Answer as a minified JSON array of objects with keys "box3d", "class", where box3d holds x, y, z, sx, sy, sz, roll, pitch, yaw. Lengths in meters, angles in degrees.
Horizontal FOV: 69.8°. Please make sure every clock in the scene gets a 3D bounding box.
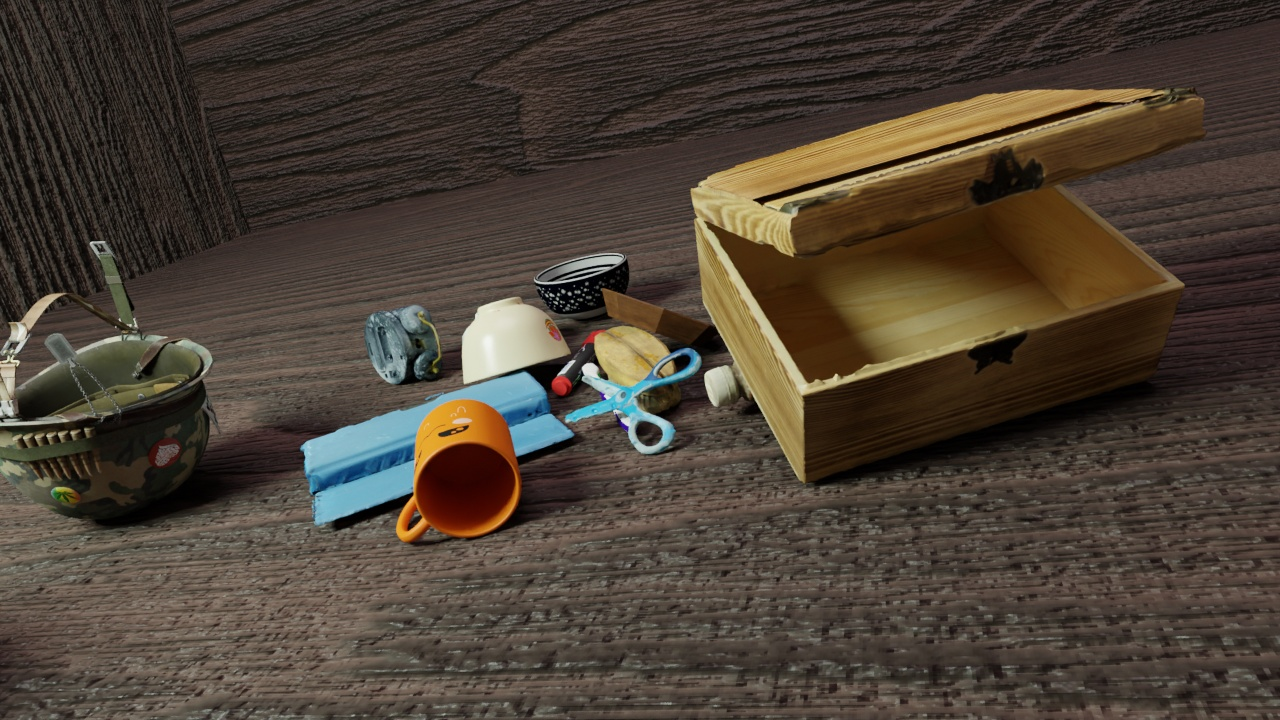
[{"box3d":[-0.277,-0.020,1.086,0.052,0.090,0.130,-23,16,-41],"class":"clock"}]

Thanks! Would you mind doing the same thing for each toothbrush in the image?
[{"box3d":[-0.029,0.035,0.866,0.015,0.016,0.186,-18,21,-10],"class":"toothbrush"}]

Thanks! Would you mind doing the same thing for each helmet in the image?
[{"box3d":[-0.511,0.031,0.862,0.224,0.236,0.192,-20,22,14],"class":"helmet"}]

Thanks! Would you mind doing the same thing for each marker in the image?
[{"box3d":[-0.063,0.001,0.977,0.023,0.021,0.144,14,25,10],"class":"marker"}]

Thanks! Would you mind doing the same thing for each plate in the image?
[{"box3d":[0.019,-0.042,0.954,0.131,0.025,0.131,19,3,-1],"class":"plate"}]

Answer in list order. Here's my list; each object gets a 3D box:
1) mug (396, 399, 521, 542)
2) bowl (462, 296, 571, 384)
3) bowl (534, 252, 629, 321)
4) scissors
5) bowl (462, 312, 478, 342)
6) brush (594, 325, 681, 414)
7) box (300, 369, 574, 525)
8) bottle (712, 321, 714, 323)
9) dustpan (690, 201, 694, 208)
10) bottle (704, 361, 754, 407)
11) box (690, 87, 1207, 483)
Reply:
[{"box3d":[-0.147,0.093,0.710,0.112,0.077,0.096,-45,20,3],"class":"mug"},{"box3d":[-0.141,-0.026,0.979,0.118,0.074,0.118,-16,1,0],"class":"bowl"},{"box3d":[-0.069,-0.087,1.166,0.120,0.066,0.120,-12,19,4],"class":"bowl"},{"box3d":[-0.002,0.025,0.792,0.127,0.012,0.137,-51,41,-13],"class":"scissors"},{"box3d":[-0.160,-0.034,1.087,0.117,0.061,0.117,-13,18,4],"class":"bowl"},{"box3d":[-0.005,0.005,0.891,0.059,0.043,0.195,-19,20,-12],"class":"brush"},{"box3d":[-0.189,0.076,0.842,0.231,0.033,0.174,-19,21,-17],"class":"box"},{"box3d":[0.116,-0.078,1.042,0.045,0.045,0.184,-5,21,25],"class":"bottle"},{"box3d":[0.199,-0.162,1.064,0.273,0.080,0.236,-7,7,7],"class":"dustpan"},{"box3d":[0.137,0.002,0.775,0.167,0.059,0.059,-16,19,-7],"class":"bottle"},{"box3d":[0.196,-0.103,0.675,0.279,0.221,0.258,-17,40,-5],"class":"box"}]
